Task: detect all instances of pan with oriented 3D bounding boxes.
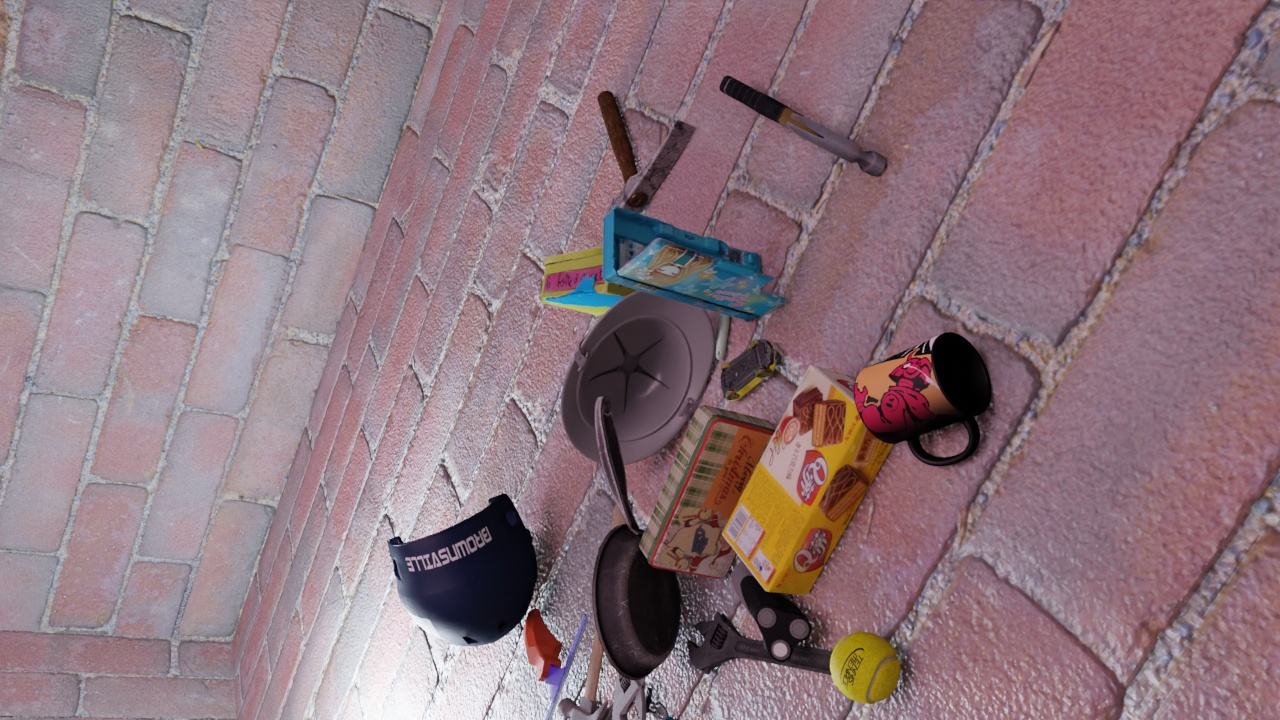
[{"bbox_3d":[-0.014,0.216,1.158,0.055,0.187,0.356,-12,76,27],"label":"pan"}]

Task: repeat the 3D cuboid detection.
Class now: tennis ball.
[{"bbox_3d":[0.216,0.296,0.884,0.066,0.065,0.065,-28,55,50],"label":"tennis ball"}]

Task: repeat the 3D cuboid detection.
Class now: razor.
[{"bbox_3d":[0.046,0.462,1.134,0.144,0.022,0.042,28,106,53],"label":"razor"},{"bbox_3d":[0.140,0.271,1.027,0.057,0.060,0.156,-50,15,4],"label":"razor"}]

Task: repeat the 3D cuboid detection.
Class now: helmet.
[{"bbox_3d":[-0.008,0.008,1.283,0.271,0.183,0.117,-62,12,15],"label":"helmet"},{"bbox_3d":[-0.280,0.353,1.518,0.272,0.232,0.223,-149,38,-81],"label":"helmet"}]

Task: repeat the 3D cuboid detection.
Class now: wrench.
[{"bbox_3d":[0.141,0.329,1.034,0.274,0.018,0.073,-13,58,54],"label":"wrench"},{"bbox_3d":[-0.031,0.370,1.250,0.084,0.018,0.273,-52,39,37],"label":"wrench"}]

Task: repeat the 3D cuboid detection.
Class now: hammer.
[{"bbox_3d":[-0.050,0.365,1.327,0.120,0.030,0.331,-3,73,57],"label":"hammer"},{"bbox_3d":[-0.013,-0.390,1.540,0.218,0.037,0.300,-51,39,35],"label":"hammer"},{"bbox_3d":[0.177,-0.310,1.154,0.025,0.117,0.333,-62,29,18],"label":"hammer"}]

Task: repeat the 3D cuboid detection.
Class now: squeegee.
[{"bbox_3d":[-0.152,0.446,1.420,0.184,0.055,0.250,-125,51,-64],"label":"squeegee"}]

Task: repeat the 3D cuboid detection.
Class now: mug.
[{"bbox_3d":[0.278,0.044,0.883,0.098,0.081,0.118,-31,81,49],"label":"mug"}]

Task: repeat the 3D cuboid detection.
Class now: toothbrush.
[{"bbox_3d":[0.115,-0.076,1.235,0.022,0.015,0.154,5,79,17],"label":"toothbrush"}]

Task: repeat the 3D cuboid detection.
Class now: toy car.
[{"bbox_3d":[0.136,0.013,1.153,0.107,0.030,0.049,-42,44,46],"label":"toy car"}]

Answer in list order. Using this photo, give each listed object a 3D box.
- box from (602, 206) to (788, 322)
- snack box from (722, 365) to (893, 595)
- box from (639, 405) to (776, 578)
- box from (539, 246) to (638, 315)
[{"bbox_3d":[0.079,-0.128,1.108,0.122,0.226,0.097,-28,55,52],"label":"box"},{"bbox_3d":[0.184,0.132,1.002,0.231,0.061,0.110,-65,33,17],"label":"snack box"},{"bbox_3d":[0.086,0.160,1.097,0.049,0.117,0.206,42,113,57],"label":"box"},{"bbox_3d":[-0.053,-0.122,1.420,0.221,0.124,0.080,-4,77,59],"label":"box"}]
